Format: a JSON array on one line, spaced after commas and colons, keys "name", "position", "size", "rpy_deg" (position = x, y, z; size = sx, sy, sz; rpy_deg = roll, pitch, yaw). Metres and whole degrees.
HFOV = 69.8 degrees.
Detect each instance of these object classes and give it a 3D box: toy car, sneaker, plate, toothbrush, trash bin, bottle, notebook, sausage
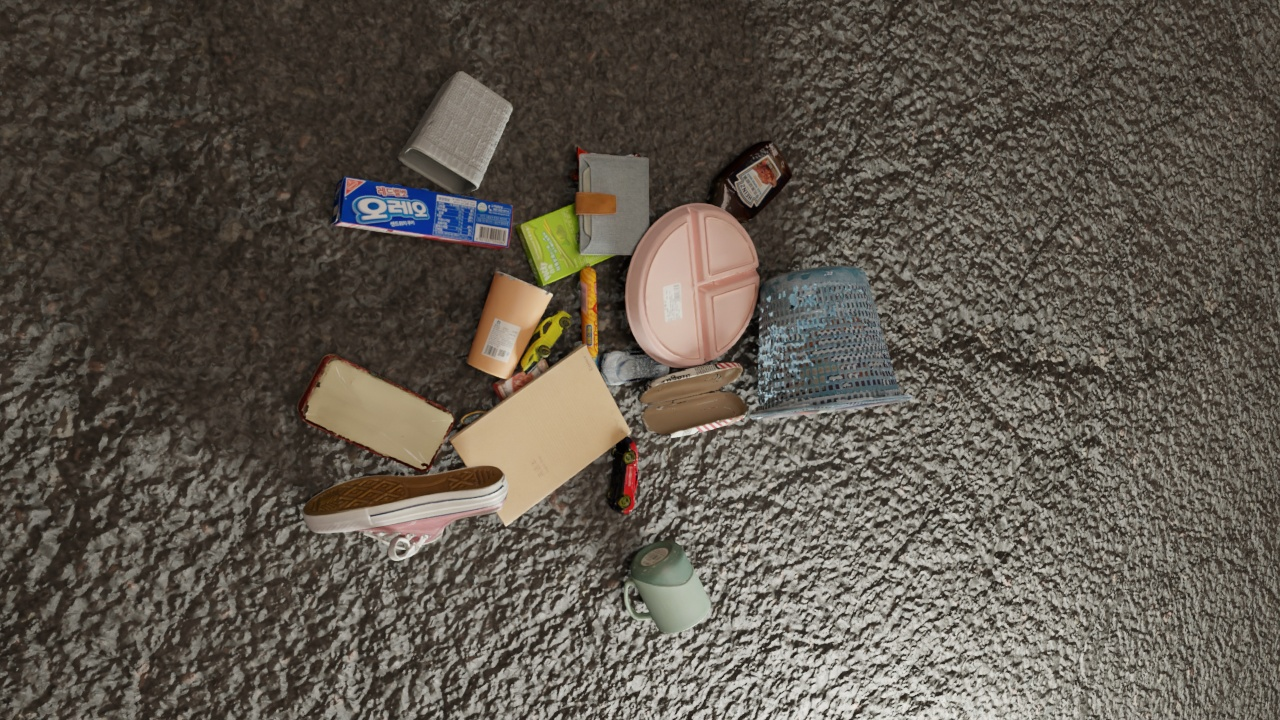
[{"name": "toy car", "position": [-0.125, -0.026, 1.176], "size": [0.032, 0.048, 0.105], "rpy_deg": [39, 48, -10]}, {"name": "sneaker", "position": [-0.277, 0.188, 1.103], "size": [0.241, 0.118, 0.088], "rpy_deg": [-7, 111, -11]}, {"name": "toy car", "position": [-0.008, 0.007, 1.262], "size": [0.105, 0.031, 0.049], "rpy_deg": [-6, 97, -24]}, {"name": "plate", "position": [0.079, -0.099, 1.258], "size": [0.229, 0.028, 0.230], "rpy_deg": [-11, 110, -33]}, {"name": "toothbrush", "position": [-0.139, 0.050, 1.179], "size": [0.191, 0.018, 0.016], "rpy_deg": [-17, 103, -23]}, {"name": "trash bin", "position": [0.256, -0.025, 1.303], "size": [0.226, 0.227, 0.195], "rpy_deg": [-3, 83, -26]}, {"name": "bottle", "position": [0.130, -0.227, 1.301], "size": [0.194, 0.044, 0.080], "rpy_deg": [-44, 115, -15]}, {"name": "toy car", "position": [-0.022, 0.156, 1.258], "size": [0.031, 0.049, 0.106], "rpy_deg": [3, 93, -27]}, {"name": "notebook", "position": [-0.123, 0.097, 1.185], "size": [0.211, 0.012, 0.149], "rpy_deg": [-36, 118, -17]}, {"name": "sausage", "position": [-0.068, -0.048, 1.221], "size": [0.021, 0.021, 0.165], "rpy_deg": [-9, 108, -25]}]

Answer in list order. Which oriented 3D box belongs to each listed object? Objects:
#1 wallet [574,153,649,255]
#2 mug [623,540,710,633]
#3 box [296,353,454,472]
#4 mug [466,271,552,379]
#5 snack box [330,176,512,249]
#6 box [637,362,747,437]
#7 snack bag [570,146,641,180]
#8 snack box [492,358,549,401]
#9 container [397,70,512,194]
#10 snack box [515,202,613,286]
[{"name": "wallet", "position": [-0.035, -0.202, 1.196], "size": [0.106, 0.037, 0.130], "rpy_deg": [-2, 94, -26]}, {"name": "mug", "position": [0.027, 0.319, 1.286], "size": [0.112, 0.082, 0.106], "rpy_deg": [-23, 107, 10]}, {"name": "box", "position": [-0.312, 0.062, 1.093], "size": [0.168, 0.078, 0.091], "rpy_deg": [29, 82, -26]}, {"name": "mug", "position": [-0.169, -0.042, 1.157], "size": [0.078, 0.078, 0.122], "rpy_deg": [22, 89, -26]}, {"name": "snack box", "position": [-0.261, -0.176, 1.107], "size": [0.207, 0.058, 0.057], "rpy_deg": [5, 92, -27]}, {"name": "box", "position": [0.076, 0.049, 1.281], "size": [0.162, 0.076, 0.087], "rpy_deg": [-12, 129, -23]}, {"name": "snack bag", "position": [-0.045, -0.258, 1.223], "size": [0.105, 0.026, 0.045], "rpy_deg": [0, 91, -28]}, {"name": "snack box", "position": [-0.128, 0.080, 1.213], "size": [0.075, 0.025, 0.153], "rpy_deg": [-31, 107, -20]}, {"name": "container", "position": [-0.220, -0.274, 1.103], "size": [0.090, 0.090, 0.114], "rpy_deg": [30, 78, -26]}, {"name": "snack box", "position": [-0.080, -0.166, 1.214], "size": [0.156, 0.026, 0.086], "rpy_deg": [-26, 105, -22]}]
